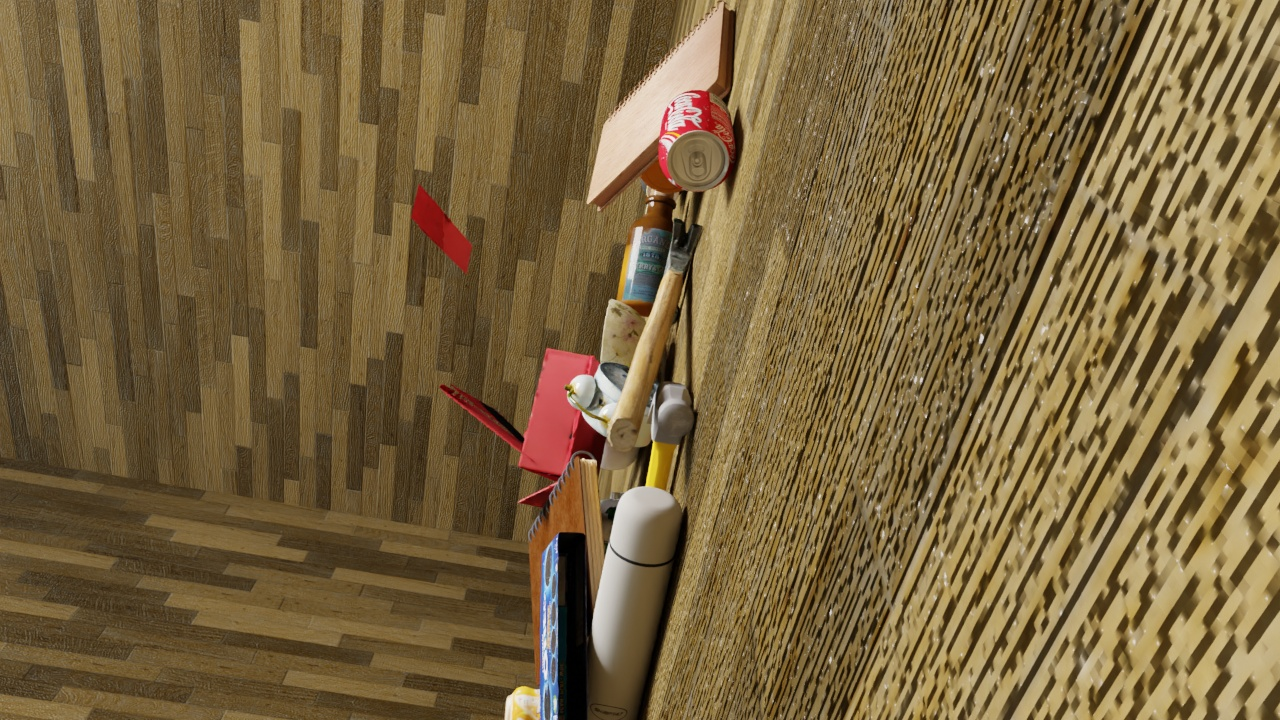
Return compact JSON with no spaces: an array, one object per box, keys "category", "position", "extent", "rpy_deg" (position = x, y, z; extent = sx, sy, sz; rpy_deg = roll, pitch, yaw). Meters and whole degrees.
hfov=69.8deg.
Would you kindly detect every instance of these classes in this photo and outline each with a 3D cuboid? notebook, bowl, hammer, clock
[{"category":"notebook","position":[0.022,-0.277,0.998],"extent":[0.211,0.022,0.168],"rpy_deg":[-36,33,38]},{"category":"bowl","position":[-0.006,0.006,1.007],"extent":[0.145,0.063,0.145],"rpy_deg":[7,-92,-84]},{"category":"hammer","position":[0.014,-0.026,0.849],"extent":[0.329,0.033,0.132],"rpy_deg":[-72,-2,-58]},{"category":"notebook","position":[-0.072,0.203,0.878],"extent":[0.226,0.024,0.167],"rpy_deg":[121,148,-55]},{"category":"hammer","position":[0.003,0.173,0.817],"extent":[0.127,0.029,0.324],"rpy_deg":[-93,13,-76]},{"category":"clock","position":[-0.022,0.041,0.882],"extent":[0.117,0.083,0.057],"rpy_deg":[6,-63,-52]}]

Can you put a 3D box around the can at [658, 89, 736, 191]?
[{"category":"can","position":[0.048,-0.187,0.784],"extent":[0.104,0.064,0.064],"rpy_deg":[-86,7,-58]}]

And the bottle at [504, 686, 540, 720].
[{"category":"bottle","position":[-0.082,0.362,0.924],"extent":[0.063,0.109,0.063],"rpy_deg":[-179,92,-85]}]

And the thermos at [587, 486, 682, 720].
[{"category":"thermos","position":[-0.011,0.204,0.721],"extent":[0.052,0.052,0.224],"rpy_deg":[-89,10,-69]}]

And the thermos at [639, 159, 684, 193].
[{"category":"thermos","position":[0.032,-0.288,1.127],"extent":[0.076,0.091,0.232],"rpy_deg":[-33,25,21]}]

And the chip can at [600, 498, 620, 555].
[{"category":"chip can","position":[-0.043,0.246,0.940],"extent":[0.075,0.075,0.224],"rpy_deg":[-87,8,-62]}]

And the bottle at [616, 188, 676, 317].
[{"category":"bottle","position":[0.015,-0.135,1.126],"extent":[0.068,0.068,0.157],"rpy_deg":[122,158,-81]}]

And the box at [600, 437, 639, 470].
[{"category":"box","position":[-0.066,0.097,1.194],"extent":[0.138,0.143,0.083],"rpy_deg":[101,162,-55]}]

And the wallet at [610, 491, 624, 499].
[{"category":"wallet","position":[-0.041,0.243,1.253],"extent":[0.086,0.032,0.116],"rpy_deg":[101,177,-51]}]

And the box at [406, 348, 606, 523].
[{"category":"box","position":[-0.183,0.220,1.008],"extent":[0.510,0.141,0.215],"rpy_deg":[-60,-10,-6]}]

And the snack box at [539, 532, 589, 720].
[{"category":"snack box","position":[-0.064,0.223,0.748],"extent":[0.082,0.027,0.150],"rpy_deg":[123,149,-60]}]

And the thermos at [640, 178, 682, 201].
[{"category":"thermos","position":[0.032,-0.265,1.267],"extent":[0.230,0.061,0.061],"rpy_deg":[-86,7,-61]}]
